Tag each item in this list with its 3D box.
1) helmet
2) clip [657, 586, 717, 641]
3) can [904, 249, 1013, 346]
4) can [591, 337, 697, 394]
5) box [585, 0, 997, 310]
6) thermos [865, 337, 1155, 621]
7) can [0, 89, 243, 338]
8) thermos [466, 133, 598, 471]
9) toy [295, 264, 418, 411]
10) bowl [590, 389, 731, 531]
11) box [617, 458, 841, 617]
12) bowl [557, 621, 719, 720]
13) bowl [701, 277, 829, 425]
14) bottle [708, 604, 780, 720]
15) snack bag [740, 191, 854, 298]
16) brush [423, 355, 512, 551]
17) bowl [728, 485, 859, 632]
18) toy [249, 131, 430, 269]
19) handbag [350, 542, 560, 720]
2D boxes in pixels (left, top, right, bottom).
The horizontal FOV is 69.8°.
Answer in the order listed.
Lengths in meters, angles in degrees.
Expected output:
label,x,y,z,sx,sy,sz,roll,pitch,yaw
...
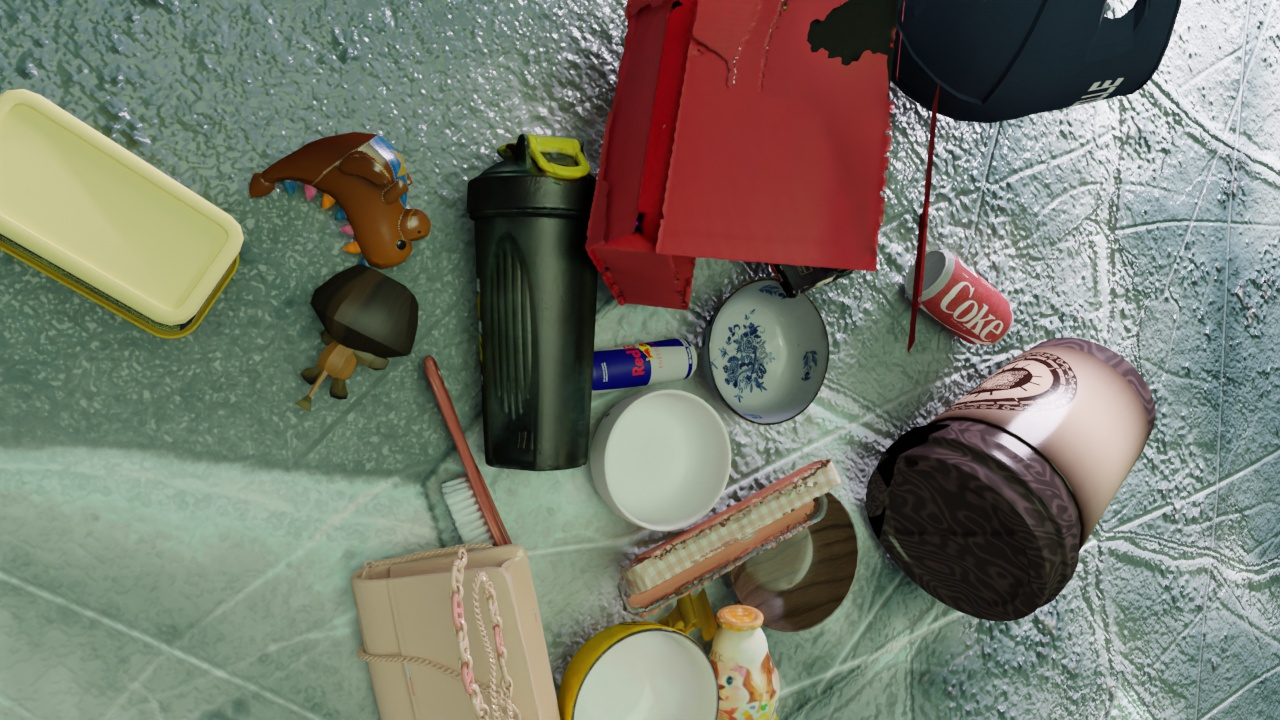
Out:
label,x,y,z,sx,sy,sz,roll,pitch,yaw
helmet,0.280,-0.327,0.729,0.223,0.231,0.273,-1,115,9
clip,0.031,0.196,0.703,0.048,0.054,0.045,-14,118,-3
can,0.288,-0.055,0.828,0.096,0.054,0.054,32,76,-23
can,-0.004,0.004,0.689,0.095,0.032,0.032,-9,94,-27
box,0.049,-0.171,0.510,0.107,0.410,0.211,12,77,-13
thermos,0.328,0.089,0.790,0.225,0.173,0.173,-34,105,-30
can,-0.293,-0.074,0.502,0.135,0.104,0.075,35,74,-23
thermos,-0.069,-0.039,0.624,0.098,0.098,0.221,0,93,-27
toy,-0.186,-0.012,0.586,0.076,0.062,0.100,27,81,14
bowl,0.010,0.073,0.685,0.104,0.054,0.105,1,88,-25
box,0.069,0.132,0.682,0.186,0.054,0.079,-25,133,-19
bowl,-0.009,0.244,0.665,0.117,0.068,0.117,0,89,-27
bowl,0.091,-0.007,0.731,0.114,0.045,0.114,0,89,-27
bottle,0.076,0.245,0.706,0.063,0.063,0.109,-5,100,-27
snack bag,0.112,-0.127,0.731,0.074,0.018,0.155,-21,81,-32
brush,-0.123,0.080,0.627,0.030,0.041,0.172,-21,100,-8
bowl,0.119,0.158,0.749,0.119,0.032,0.119,1,88,-21
toy,-0.193,-0.098,0.594,0.103,0.070,0.090,-16,111,-4
handbag,-0.127,0.199,0.539,0.117,0.187,0.199,-9,98,5
